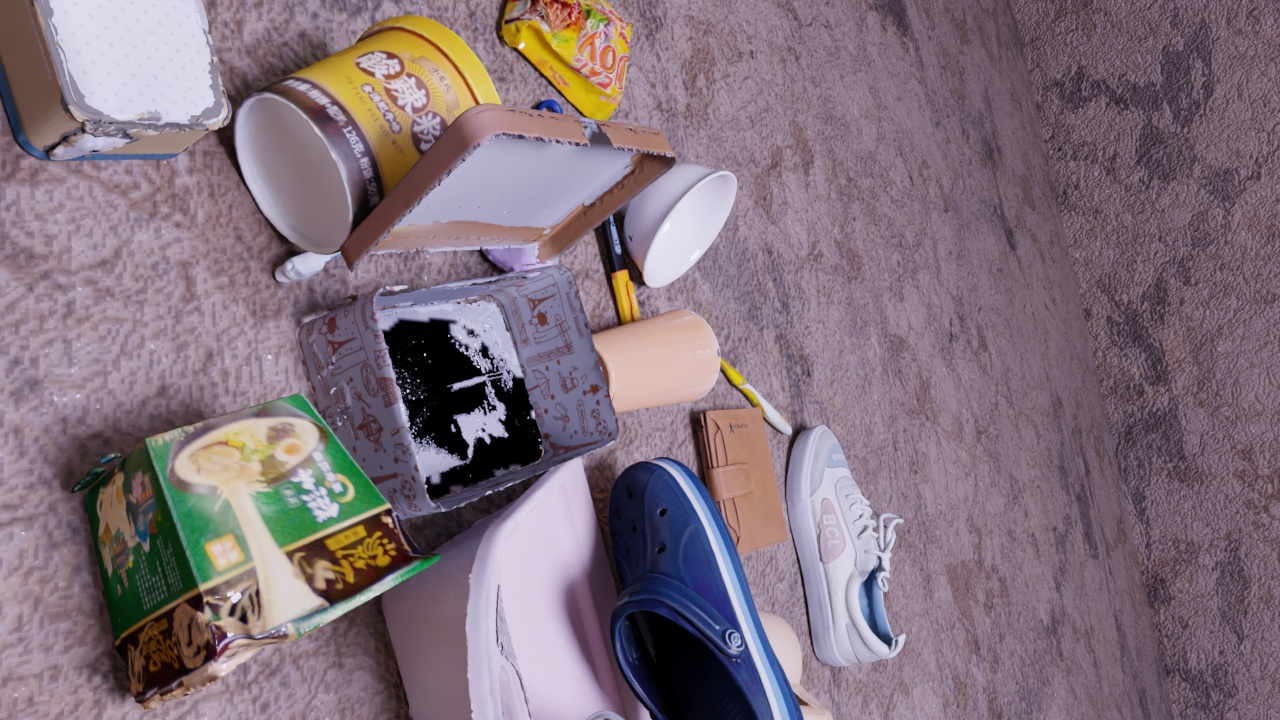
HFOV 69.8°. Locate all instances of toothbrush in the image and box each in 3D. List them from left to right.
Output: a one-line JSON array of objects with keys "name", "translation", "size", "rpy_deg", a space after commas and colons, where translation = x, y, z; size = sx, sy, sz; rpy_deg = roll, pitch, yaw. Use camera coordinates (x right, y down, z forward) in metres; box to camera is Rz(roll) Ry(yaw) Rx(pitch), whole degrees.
[{"name": "toothbrush", "translation": [-0.162, -0.083, 0.590], "size": [0.179, 0.016, 0.016], "rpy_deg": [-41, 112, -53]}, {"name": "toothbrush", "translation": [0.095, 0.025, 0.888], "size": [0.191, 0.016, 0.018], "rpy_deg": [43, 57, -35]}]

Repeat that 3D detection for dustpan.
[{"name": "dustpan", "translation": [-0.036, 0.185, 0.551], "size": [0.272, 0.139, 0.222], "rpy_deg": [-20, 94, -53]}]

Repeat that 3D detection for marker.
[{"name": "marker", "translation": [-0.020, -0.087, 0.768], "size": [0.018, 0.015, 0.124], "rpy_deg": [-18, 97, -57]}]

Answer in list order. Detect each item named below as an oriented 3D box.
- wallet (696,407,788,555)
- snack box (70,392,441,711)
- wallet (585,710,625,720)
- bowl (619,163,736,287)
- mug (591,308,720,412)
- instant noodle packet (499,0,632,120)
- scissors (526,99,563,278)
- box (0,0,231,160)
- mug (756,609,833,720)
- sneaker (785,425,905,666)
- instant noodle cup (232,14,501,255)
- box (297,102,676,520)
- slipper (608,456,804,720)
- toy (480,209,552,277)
[{"name": "wallet", "translation": [0.093, 0.109, 0.842], "size": [0.107, 0.031, 0.131], "rpy_deg": [2, 75, -54]}, {"name": "snack box", "translation": [-0.183, 0.081, 0.427], "size": [0.117, 0.118, 0.105], "rpy_deg": [-22, 85, -53]}, {"name": "wallet", "translation": [0.004, 0.265, 0.524], "size": [0.130, 0.037, 0.106], "rpy_deg": [65, 13, -57]}, {"name": "bowl", "translation": [0.021, -0.129, 0.791], "size": [0.065, 0.119, 0.118], "rpy_deg": [40, 33, 18]}, {"name": "mug", "translation": [-0.004, 0.004, 0.719], "size": [0.122, 0.078, 0.078], "rpy_deg": [-12, 87, -48]}, {"name": "instant noodle packet", "translation": [-0.057, -0.278, 0.775], "size": [0.128, 0.044, 0.110], "rpy_deg": [32, 58, -43]}, {"name": "scissors", "translation": [-0.060, -0.128, 0.742], "size": [0.140, 0.012, 0.171], "rpy_deg": [-10, 87, -54]}, {"name": "box", "translation": [-0.273, -0.191, 0.447], "size": [0.089, 0.059, 0.184], "rpy_deg": [-16, 88, -55]}, {"name": "mug", "translation": [0.074, 0.238, 0.699], "size": [0.103, 0.125, 0.084], "rpy_deg": [27, 95, -43]}, {"name": "sneaker", "translation": [0.211, 0.180, 0.920], "size": [0.089, 0.091, 0.242], "rpy_deg": [13, 67, -51]}, {"name": "instant noodle cup", "translation": [-0.158, -0.126, 0.531], "size": [0.114, 0.119, 0.118], "rpy_deg": [-41, 111, -42]}, {"name": "box", "translation": [-0.070, -0.011, 0.543], "size": [0.179, 0.227, 0.156], "rpy_deg": [-13, 71, -56]}, {"name": "slipper", "translation": [0.023, 0.183, 0.619], "size": [0.095, 0.105, 0.252], "rpy_deg": [8, 45, -39]}, {"name": "toy", "translation": [-0.087, -0.112, 0.676], "size": [0.083, 0.039, 0.107], "rpy_deg": [18, 64, -22]}]
